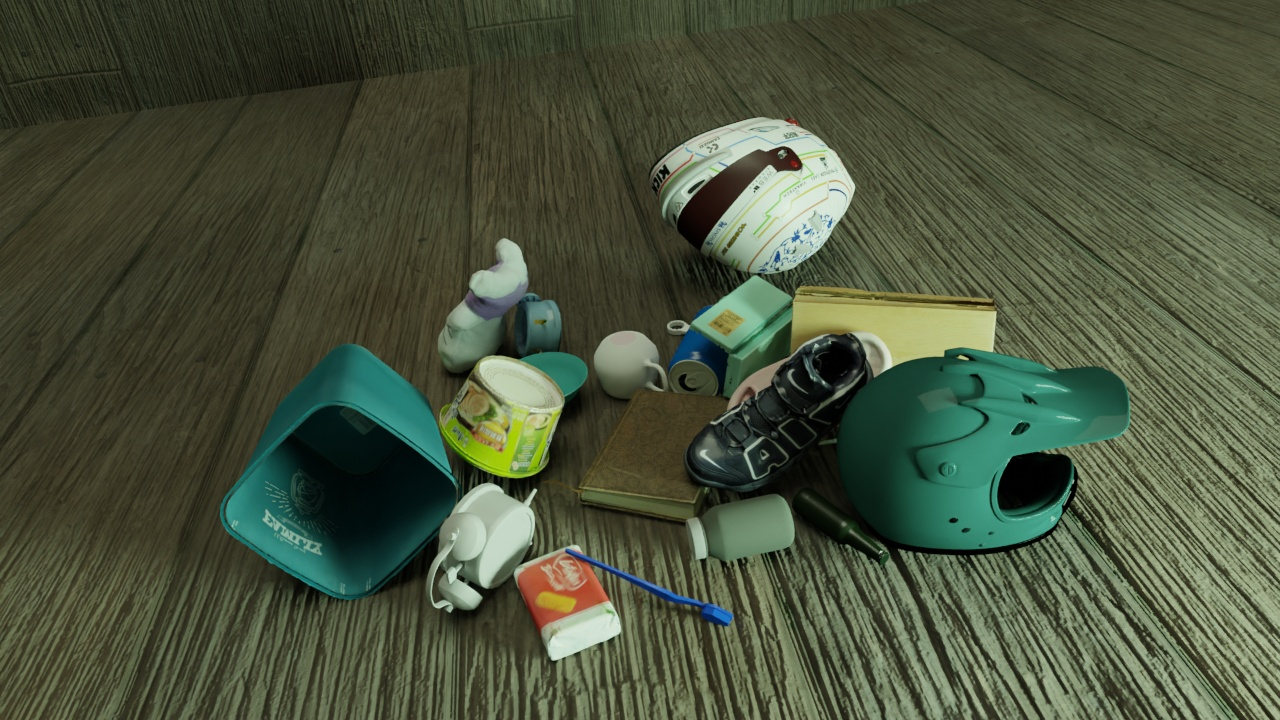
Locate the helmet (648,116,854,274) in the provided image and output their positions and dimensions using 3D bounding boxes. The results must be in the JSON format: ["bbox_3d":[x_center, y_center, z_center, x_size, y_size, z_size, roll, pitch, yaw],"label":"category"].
[{"bbox_3d":[0.191,-0.255,1.480,0.313,0.232,0.236,-24,72,-34],"label":"helmet"}]

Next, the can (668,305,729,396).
[{"bbox_3d":[0.093,-0.011,1.265,0.079,0.079,0.145,6,35,19],"label":"can"}]

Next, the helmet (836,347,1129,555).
[{"bbox_3d":[0.346,0.085,0.962,0.275,0.200,0.176,-1,34,8],"label":"helmet"}]

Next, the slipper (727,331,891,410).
[{"bbox_3d":[0.206,0.034,1.134,0.221,0.056,0.106,-30,69,-1],"label":"slipper"}]

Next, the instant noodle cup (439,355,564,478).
[{"bbox_3d":[-0.164,0.065,1.128,0.146,0.098,0.146,25,21,-11],"label":"instant noodle cup"}]

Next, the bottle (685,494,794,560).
[{"bbox_3d":[0.107,0.182,0.987,0.108,0.060,0.060,-11,33,-6],"label":"bottle"}]

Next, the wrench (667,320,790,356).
[{"bbox_3d":[0.161,-0.026,1.338,0.274,0.009,0.047,13,38,27],"label":"wrench"}]

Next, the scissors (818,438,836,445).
[{"bbox_3d":[0.289,0.092,1.133,0.127,0.014,0.127,12,39,26],"label":"scissors"}]

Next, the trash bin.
[{"bbox_3d":[-0.330,0.107,1.042,0.199,0.196,0.218,-43,26,7],"label":"trash bin"}]

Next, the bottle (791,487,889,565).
[{"bbox_3d":[0.217,0.181,0.993,0.033,0.033,0.123,-26,38,-26],"label":"bottle"}]

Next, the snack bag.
[{"bbox_3d":[-0.077,0.246,0.944,0.077,0.036,0.116,-18,35,-17],"label":"snack bag"}]

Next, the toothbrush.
[{"bbox_3d":[0.005,0.231,0.941,0.187,0.017,0.011,19,47,15],"label":"toothbrush"}]

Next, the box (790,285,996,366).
[{"bbox_3d":[0.321,-0.020,1.183,0.249,0.128,0.091,5,25,16],"label":"box"}]

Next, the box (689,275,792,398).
[{"bbox_3d":[0.143,-0.034,1.232,0.112,0.079,0.186,39,41,11],"label":"box"}]

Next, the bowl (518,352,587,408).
[{"bbox_3d":[-0.130,0.040,1.257,0.121,0.046,0.121,-5,33,3],"label":"bowl"}]

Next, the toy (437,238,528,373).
[{"bbox_3d":[-0.225,-0.073,1.335,0.085,0.210,0.137,30,44,-6],"label":"toy"}]

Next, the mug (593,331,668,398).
[{"bbox_3d":[-0.007,0.007,1.255,0.090,0.076,0.124,-31,39,-33],"label":"mug"}]

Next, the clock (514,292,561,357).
[{"bbox_3d":[-0.156,-0.049,1.355,0.051,0.089,0.124,-2,21,-23],"label":"clock"}]

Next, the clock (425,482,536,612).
[{"bbox_3d":[-0.174,0.196,0.969,0.061,0.120,0.158,22,32,24],"label":"clock"}]

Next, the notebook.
[{"bbox_3d":[0.008,0.109,1.138,0.190,0.034,0.214,6,35,18],"label":"notebook"}]

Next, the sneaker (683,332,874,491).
[{"bbox_3d":[0.160,0.051,1.018,0.252,0.151,0.097,-34,67,-9],"label":"sneaker"}]
